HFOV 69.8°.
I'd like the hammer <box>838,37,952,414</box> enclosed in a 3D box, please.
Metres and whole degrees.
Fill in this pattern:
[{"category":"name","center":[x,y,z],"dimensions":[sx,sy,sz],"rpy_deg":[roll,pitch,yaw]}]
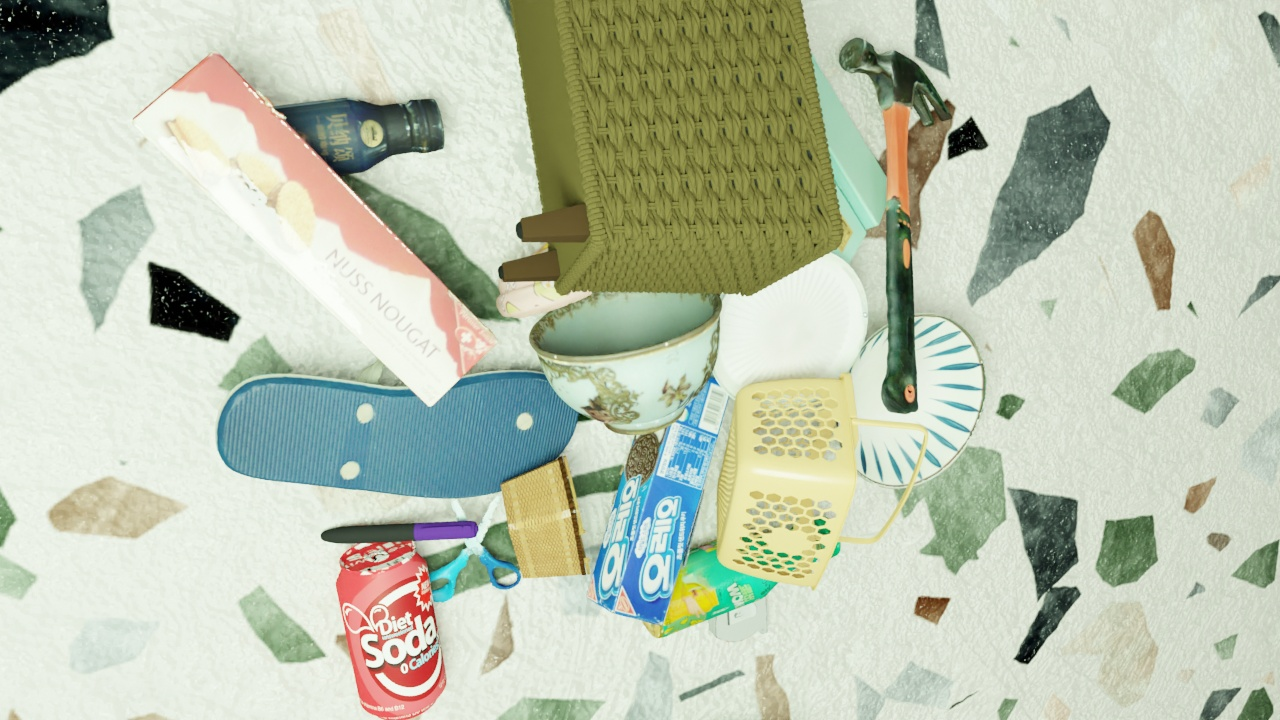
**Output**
[{"category":"hammer","center":[0.236,-0.118,0.842],"dimensions":[0.132,0.033,0.333],"rpy_deg":[6,82,-39]}]

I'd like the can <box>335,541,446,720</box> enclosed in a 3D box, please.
[{"category":"can","center":[-0.210,0.227,0.778],"dimensions":[0.074,0.074,0.142],"rpy_deg":[-11,107,-19]}]

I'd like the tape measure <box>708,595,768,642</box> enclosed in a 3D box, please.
[{"category":"tape measure","center":[0.101,0.257,0.940],"dimensions":[0.062,0.020,0.060],"rpy_deg":[-10,106,-20]}]

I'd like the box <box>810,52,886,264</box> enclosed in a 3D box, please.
[{"category":"box","center":[0.157,-0.185,0.822],"dimensions":[0.186,0.033,0.135],"rpy_deg":[50,48,-24]}]

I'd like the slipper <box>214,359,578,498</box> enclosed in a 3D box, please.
[{"category":"slipper","center":[-0.191,0.054,0.753],"dimensions":[0.294,0.060,0.118],"rpy_deg":[4,104,-33]}]

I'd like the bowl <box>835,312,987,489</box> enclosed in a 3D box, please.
[{"category":"bowl","center":[0.253,0.034,0.920],"dimensions":[0.177,0.071,0.177],"rpy_deg":[-5,105,-21]}]

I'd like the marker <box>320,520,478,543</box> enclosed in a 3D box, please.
[{"category":"marker","center":[-0.202,0.144,0.768],"dimensions":[0.134,0.018,0.015],"rpy_deg":[-3,79,3]}]

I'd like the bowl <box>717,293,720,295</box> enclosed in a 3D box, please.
[{"category":"bowl","center":[0.105,-0.096,0.833],"dimensions":[0.131,0.064,0.132],"rpy_deg":[-5,104,-21]}]

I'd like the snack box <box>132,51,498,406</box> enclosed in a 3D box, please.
[{"category":"snack box","center":[-0.220,-0.085,0.649],"dimensions":[0.076,0.044,0.273],"rpy_deg":[-45,112,-8]}]

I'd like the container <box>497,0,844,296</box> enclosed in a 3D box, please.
[{"category":"container","center":[-0.011,-0.207,0.655],"dimensions":[0.204,0.177,0.321],"rpy_deg":[-8,85,-15]}]

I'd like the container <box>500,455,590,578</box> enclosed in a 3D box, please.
[{"category":"container","center":[-0.082,0.142,0.797],"dimensions":[0.061,0.063,0.114],"rpy_deg":[-12,140,-7]}]

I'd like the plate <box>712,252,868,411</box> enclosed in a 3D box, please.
[{"category":"plate","center":[0.131,-0.028,0.819],"dimensions":[0.156,0.014,0.157],"rpy_deg":[-7,114,-16]}]

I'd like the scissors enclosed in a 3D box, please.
[{"category":"scissors","center":[-0.136,0.165,0.809],"dimensions":[0.104,0.015,0.134],"rpy_deg":[12,116,-27]}]

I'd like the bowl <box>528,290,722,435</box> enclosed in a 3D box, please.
[{"category":"bowl","center":[-0.005,0.005,0.767],"dimensions":[0.159,0.160,0.094],"rpy_deg":[-19,115,-17]}]

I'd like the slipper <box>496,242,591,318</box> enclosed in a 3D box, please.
[{"category":"slipper","center":[-0.038,-0.103,0.764],"dimensions":[0.197,0.093,0.081],"rpy_deg":[-28,101,-14]}]

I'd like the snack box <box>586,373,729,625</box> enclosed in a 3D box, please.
[{"category":"snack box","center":[0.018,0.117,0.827],"dimensions":[0.059,0.060,0.226],"rpy_deg":[21,81,-27]}]

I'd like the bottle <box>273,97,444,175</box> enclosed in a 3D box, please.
[{"category":"bottle","center":[-0.229,-0.166,0.686],"dimensions":[0.160,0.056,0.056],"rpy_deg":[-13,107,-19]}]

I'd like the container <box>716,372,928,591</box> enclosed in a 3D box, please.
[{"category":"container","center":[0.160,0.114,0.824],"dimensions":[0.167,0.129,0.184],"rpy_deg":[5,137,-1]}]

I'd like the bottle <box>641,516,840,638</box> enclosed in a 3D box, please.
[{"category":"bottle","center":[0.098,0.205,0.900],"dimensions":[0.209,0.068,0.068],"rpy_deg":[-16,108,-18]}]
